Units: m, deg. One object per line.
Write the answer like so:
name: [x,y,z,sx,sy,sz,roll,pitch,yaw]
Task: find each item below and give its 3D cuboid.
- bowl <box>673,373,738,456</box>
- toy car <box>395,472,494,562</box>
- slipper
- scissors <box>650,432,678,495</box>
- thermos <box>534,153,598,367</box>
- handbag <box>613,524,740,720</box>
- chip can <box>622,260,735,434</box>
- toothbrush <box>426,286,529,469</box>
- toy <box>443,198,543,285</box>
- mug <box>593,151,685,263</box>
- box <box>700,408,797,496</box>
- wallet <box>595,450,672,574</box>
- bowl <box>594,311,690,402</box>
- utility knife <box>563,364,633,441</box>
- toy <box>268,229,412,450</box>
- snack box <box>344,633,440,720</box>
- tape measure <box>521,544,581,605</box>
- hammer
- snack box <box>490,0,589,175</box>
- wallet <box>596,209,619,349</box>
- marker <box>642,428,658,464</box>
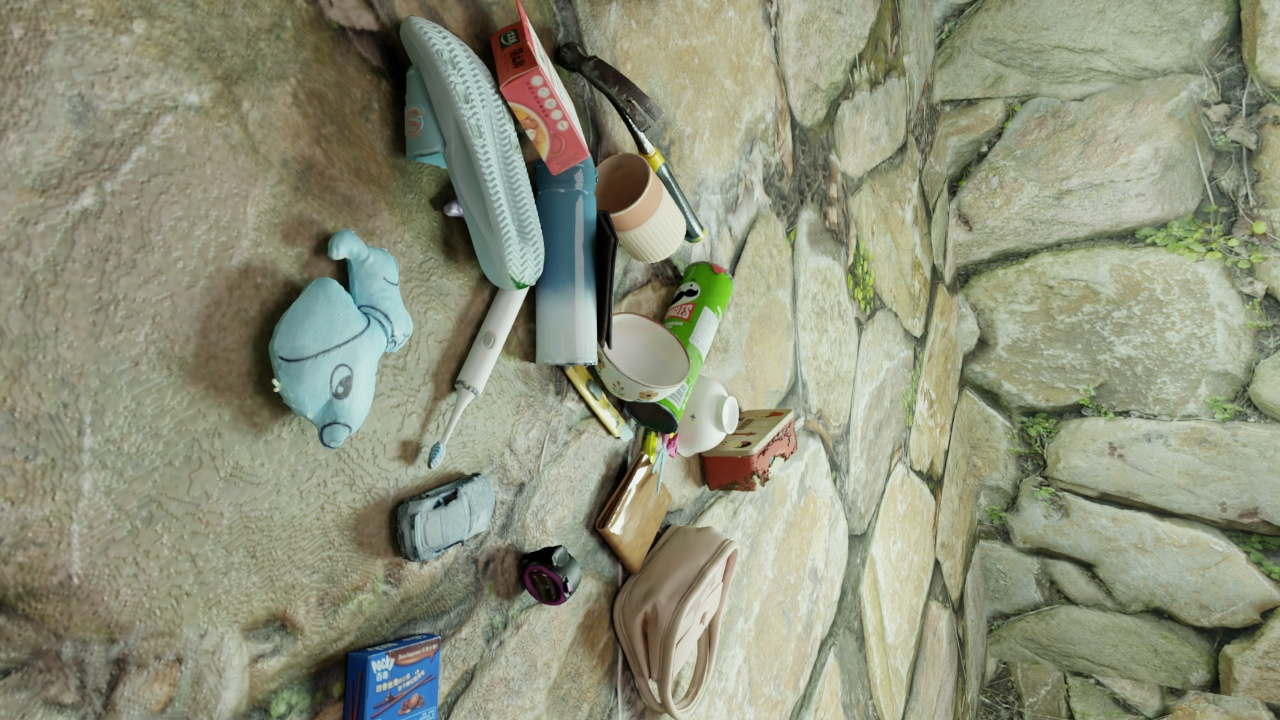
bowl: [0.092,0.071,1.223,0.118,0.065,0.118,0,90,-60]
toy car: [-0.168,0.138,0.811,0.120,0.037,0.054,-21,108,-61]
slipper: [-0.151,-0.173,0.791,0.103,0.074,0.245,-16,87,-68]
scissors: [0.031,0.118,1.133,0.096,0.017,0.137,72,21,-43]
thermos: [-0.074,-0.103,0.936,0.070,0.070,0.220,0,91,-60]
handbag: [0.054,0.345,1.161,0.192,0.093,0.234,-38,130,-52]
chip can: [0.052,-0.019,1.145,0.072,0.072,0.235,60,42,-41]
toothbrush: [-0.149,0.003,0.848,0.026,0.027,0.220,98,10,-60]
toy: [-0.130,-0.115,0.856,0.083,0.039,0.108,-45,111,-46]
mug: [-0.007,-0.182,1.047,0.106,0.082,0.114,45,23,-53]
box: [0.162,0.134,1.316,0.167,0.091,0.079,-32,114,-55]
wallet: [-0.004,0.181,1.094,0.115,0.020,0.101,-59,140,-29]
bowl: [-0.006,0.006,1.037,0.113,0.113,0.062,-45,169,-50]
utility knife: [-0.048,0.044,1.039,0.030,0.019,0.173,-63,146,-28]
toy: [-0.226,-0.018,0.695,0.156,0.050,0.161,-21,104,-60]
snack box: [-0.205,0.312,0.757,0.084,0.026,0.157,8,84,-60]
tape measure: [-0.090,0.217,0.921,0.058,0.057,0.039,62,35,-14]
hammer: [0.014,-0.230,1.064,0.032,0.126,0.323,-46,147,-3]
snack box: [-0.101,-0.257,0.860,0.127,0.044,0.113,58,10,-42]
wallet: [-0.039,-0.086,0.964,0.096,0.020,0.122,-115,-152,-60]
marker: [0.015,0.078,1.144,0.018,0.015,0.124,40,53,-58]
